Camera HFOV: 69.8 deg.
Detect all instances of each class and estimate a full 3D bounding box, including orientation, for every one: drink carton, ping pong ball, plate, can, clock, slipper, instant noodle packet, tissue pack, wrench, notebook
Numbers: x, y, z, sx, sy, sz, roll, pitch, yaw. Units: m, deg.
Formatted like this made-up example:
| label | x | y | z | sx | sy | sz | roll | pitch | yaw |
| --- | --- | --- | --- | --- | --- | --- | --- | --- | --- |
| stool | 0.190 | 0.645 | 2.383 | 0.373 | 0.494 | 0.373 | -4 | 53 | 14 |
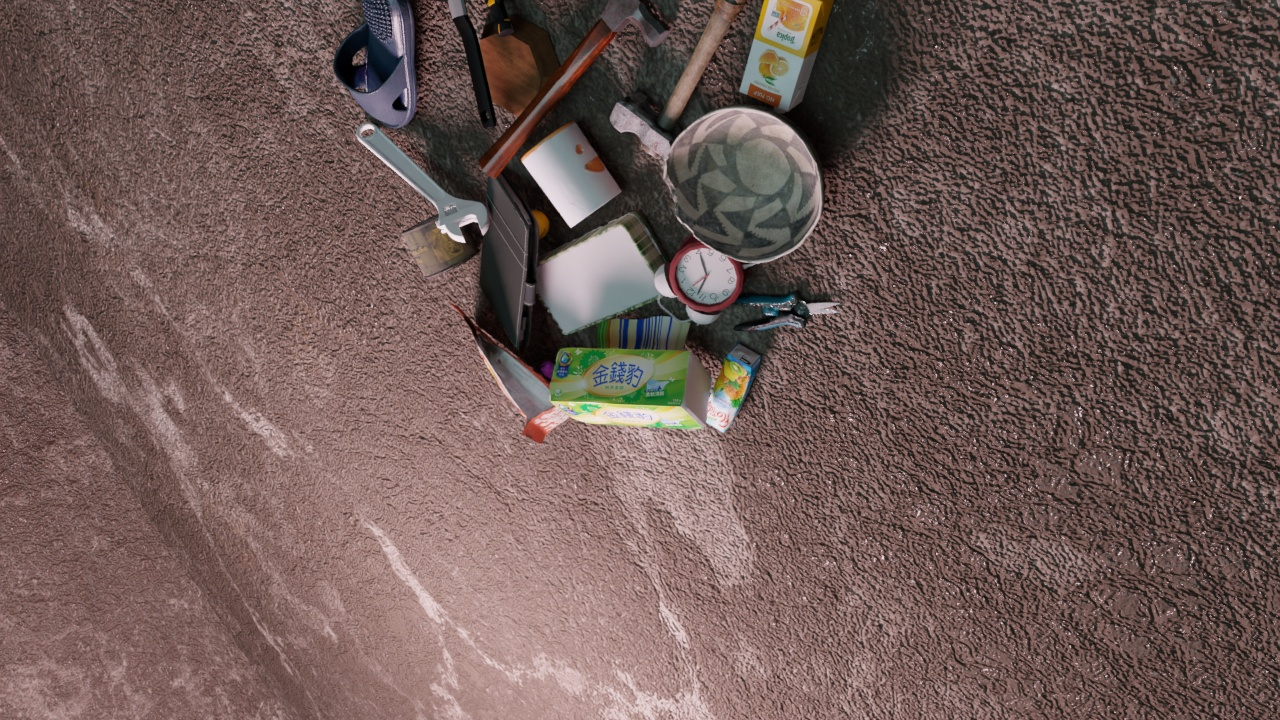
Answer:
| label | x | y | z | sx | sy | sz | roll | pitch | yaw |
| --- | --- | --- | --- | --- | --- | --- | --- | --- | --- |
| drink carton | 0.149 | -0.322 | 0.943 | 0.058 | 0.040 | 0.123 | 29 | 132 | 17 |
| ping pong ball | -0.144 | -0.184 | 1.246 | 0.040 | 0.040 | 0.040 | 18 | 128 | 25 |
| plate | -0.158 | -0.361 | 1.147 | 0.131 | 0.025 | 0.131 | 18 | 128 | 25 |
| can | -0.288 | -0.170 | 1.324 | 0.090 | 0.089 | 0.074 | -11 | 111 | 40 |
| drink carton | 0.118 | 0.038 | 1.210 | 0.044 | 0.038 | 0.129 | 31 | 132 | 15 |
| clock | 0.077 | -0.101 | 1.120 | 0.096 | 0.048 | 0.138 | 40 | 120 | -7 |
| slipper | -0.348 | -0.383 | 1.189 | 0.101 | 0.082 | 0.264 | 47 | 152 | 7 |
| instant noodle packet | -0.193 | 0.007 | 1.347 | 0.221 | 0.084 | 0.164 | 50 | 177 | 9 |
| tissue pack | -0.007 | 0.007 | 1.218 | 0.198 | 0.141 | 0.120 | 4 | 161 | 17 |
| wrench | -0.313 | -0.256 | 1.292 | 0.273 | 0.066 | 0.018 | 42 | 164 | 21 |
| notebook | -0.182 | -0.140 | 1.263 | 0.169 | 0.029 | 0.209 | 55 | 148 | 38 |

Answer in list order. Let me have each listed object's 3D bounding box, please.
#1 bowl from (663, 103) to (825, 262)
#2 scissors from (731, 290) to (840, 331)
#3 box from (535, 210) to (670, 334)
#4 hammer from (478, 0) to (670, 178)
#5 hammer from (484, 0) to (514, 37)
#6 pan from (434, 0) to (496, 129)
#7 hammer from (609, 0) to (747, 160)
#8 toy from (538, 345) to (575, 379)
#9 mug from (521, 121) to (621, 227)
| label | x | y | z | sx | sy | sz | roll | pitch | yaw |
| --- | --- | --- | --- | --- | --- | --- | --- | --- | --- |
| bowl | 0.124 | -0.204 | 1.011 | 0.178 | 0.081 | 0.179 | 16 | 131 | 19 |
| scissors | 0.167 | -0.063 | 1.121 | 0.144 | 0.019 | 0.127 | 34 | 133 | 10 |
| box | -0.055 | -0.113 | 1.227 | 0.206 | 0.050 | 0.117 | -20 | 109 | 43 |
| hammer | -0.100 | -0.325 | 1.091 | 0.302 | 0.028 | 0.111 | -40 | 87 | 34 |
| hammer | -0.065 | -0.467 | 0.999 | 0.321 | 0.036 | 0.123 | -10 | 98 | 38 |
| pan | -0.229 | -0.452 | 1.082 | 0.204 | 0.044 | 0.356 | 1 | 108 | 40 |
| hammer | 0.077 | -0.345 | 0.980 | 0.121 | 0.048 | 0.320 | 36 | 132 | 4 |
| toy | -0.093 | 0.025 | 1.342 | 0.106 | 0.055 | 0.088 | -19 | 111 | 52 |
| mug | -0.085 | -0.231 | 1.144 | 0.082 | 0.082 | 0.105 | -28 | 102 | 43 |
